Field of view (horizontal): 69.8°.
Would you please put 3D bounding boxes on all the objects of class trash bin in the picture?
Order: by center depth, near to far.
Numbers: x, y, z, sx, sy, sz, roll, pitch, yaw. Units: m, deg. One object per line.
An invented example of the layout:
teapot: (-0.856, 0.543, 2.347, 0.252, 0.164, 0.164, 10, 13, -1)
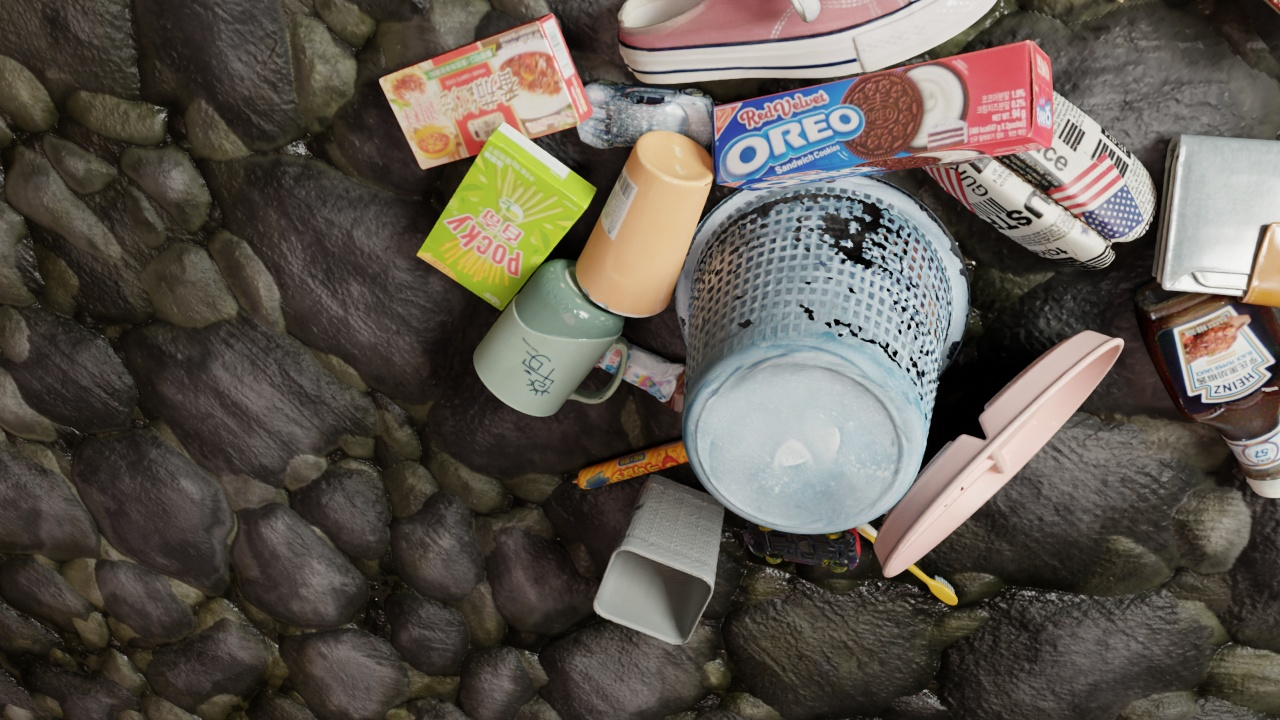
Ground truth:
trash bin: (0.119, 0.004, 0.644, 0.227, 0.194, 0.227, 7, 122, 11)

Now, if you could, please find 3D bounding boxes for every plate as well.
plate: (0.248, 0.066, 0.650, 0.028, 0.228, 0.230, 47, 129, 25)

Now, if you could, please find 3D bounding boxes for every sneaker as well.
sneaker: (0.092, -0.232, 0.561, 0.241, 0.118, 0.088, -1, 141, 22)

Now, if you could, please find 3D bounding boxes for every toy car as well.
toy car: (0.004, -0.173, 0.663, 0.105, 0.031, 0.049, 8, 124, 9)
toy car: (0.145, 0.161, 0.833, 0.106, 0.031, 0.049, 0, 123, 27)

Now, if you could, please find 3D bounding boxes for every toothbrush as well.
toothbrush: (0.215, 0.158, 0.824, 0.191, 0.018, 0.016, 39, 121, -8)

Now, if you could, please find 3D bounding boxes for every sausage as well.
sausage: (0.008, 0.091, 0.833, 0.165, 0.021, 0.021, -19, 115, 25)

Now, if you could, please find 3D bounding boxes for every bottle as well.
bottle: (0.426, 0.019, 0.659, 0.080, 0.043, 0.195, -27, 112, 24)

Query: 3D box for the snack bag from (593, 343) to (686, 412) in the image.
snack bag: (-0.005, 0.005, 0.778, 0.105, 0.026, 0.045, 25, 112, 1)

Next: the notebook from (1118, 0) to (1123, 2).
notebook: (0.223, -0.317, 0.524, 0.211, 0.012, 0.150, 23, 126, 1)

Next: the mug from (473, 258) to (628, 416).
mug: (-0.059, -0.013, 0.732, 0.111, 0.082, 0.107, 33, 116, -18)

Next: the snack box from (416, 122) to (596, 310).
snack box: (-0.107, -0.106, 0.712, 0.086, 0.026, 0.157, 35, 139, -13)

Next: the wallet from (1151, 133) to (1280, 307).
wallet: (0.402, -0.087, 0.580, 0.130, 0.037, 0.106, 7, 91, 10)

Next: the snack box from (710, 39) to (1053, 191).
snack box: (0.146, -0.149, 0.583, 0.208, 0.058, 0.057, -1, 94, 36)

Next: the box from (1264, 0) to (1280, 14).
box: (0.405, -0.252, 0.473, 0.091, 0.078, 0.169, 35, 123, -8)

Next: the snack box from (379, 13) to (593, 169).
snack box: (-0.114, -0.193, 0.670, 0.153, 0.025, 0.075, -6, 119, 31)

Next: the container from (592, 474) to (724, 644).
container: (0.022, 0.173, 0.825, 0.090, 0.114, 0.090, 21, 124, 2)

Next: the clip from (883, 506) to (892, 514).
clip: (0.207, 0.123, 0.800, 0.058, 0.035, 0.025, 11, 126, 8)

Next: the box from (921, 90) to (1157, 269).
box: (0.264, -0.131, 0.613, 0.162, 0.076, 0.087, 36, 94, -5)

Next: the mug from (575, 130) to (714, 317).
mug: (0.005, -0.101, 0.667, 0.078, 0.078, 0.123, 24, 135, 0)
